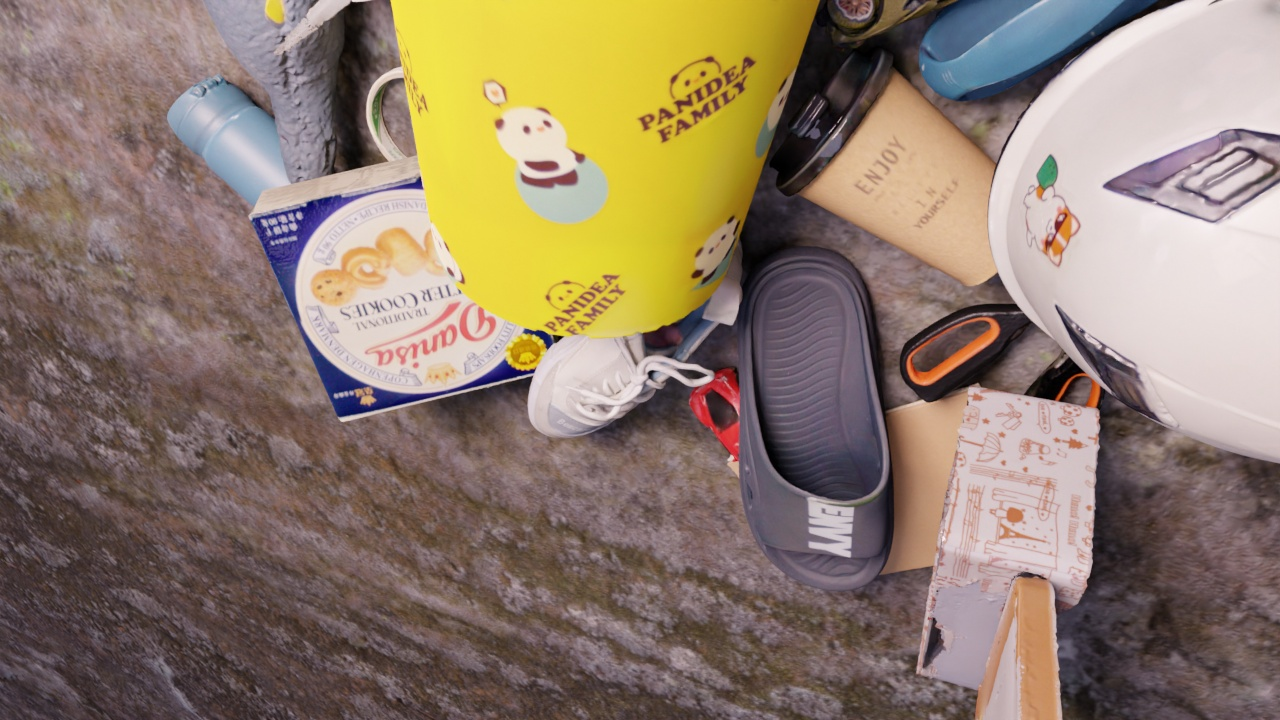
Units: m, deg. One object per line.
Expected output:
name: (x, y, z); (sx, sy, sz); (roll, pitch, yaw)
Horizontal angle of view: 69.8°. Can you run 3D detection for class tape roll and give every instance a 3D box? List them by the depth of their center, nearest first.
tape roll: (-0.160, -0.171, 0.670); (0.086, 0.013, 0.086); (14, 130, 17)

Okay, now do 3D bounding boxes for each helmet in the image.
helmet: (0.308, -0.039, 0.399); (0.274, 0.156, 0.230); (7, 128, 2)

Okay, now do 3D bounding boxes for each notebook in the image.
notebook: (0.190, 0.105, 0.702); (0.212, 0.012, 0.149); (-22, 113, 38)

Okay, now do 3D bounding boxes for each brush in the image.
brush: (0.193, -0.168, 0.434); (0.055, 0.073, 0.144); (45, 143, -15)

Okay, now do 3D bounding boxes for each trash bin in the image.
trash bin: (-0.021, -0.163, 0.470); (0.230, 0.228, 0.256); (21, 137, 12)

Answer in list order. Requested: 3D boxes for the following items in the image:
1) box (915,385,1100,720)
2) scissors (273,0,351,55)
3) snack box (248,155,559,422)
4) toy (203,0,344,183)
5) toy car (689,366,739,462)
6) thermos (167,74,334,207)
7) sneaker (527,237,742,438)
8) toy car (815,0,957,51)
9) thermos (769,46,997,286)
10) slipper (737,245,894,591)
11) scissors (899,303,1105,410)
box: (0.210, 0.166, 0.539); (0.082, 0.259, 0.177); (9, 140, 18)
scissors: (-0.151, -0.245, 0.547); (0.181, 0.014, 0.160); (12, 113, -25)
snack box: (-0.164, -0.056, 0.683); (0.178, 0.045, 0.183); (-13, 123, -2)
toy: (-0.256, -0.271, 0.590); (0.138, 0.091, 0.357); (12, 127, 43)
toy car: (0.082, 0.055, 0.697); (0.106, 0.031, 0.049); (51, 130, -2)
thermos: (-0.270, -0.131, 0.726); (0.220, 0.070, 0.070); (42, 133, -7)
sneaker: (-0.004, 0.004, 0.654); (0.089, 0.090, 0.243); (16, 136, -27)
toy car: (0.150, -0.198, 0.432); (0.042, 0.070, 0.158); (45, 146, -24)
thermos: (0.146, -0.105, 0.513); (0.143, 0.092, 0.093); (33, 134, -9)
slipper: (0.116, 0.059, 0.626); (0.111, 0.083, 0.268); (-5, 113, 12)
scissors: (0.265, -0.025, 0.551); (0.225, 0.021, 0.204); (-21, 116, 29)
